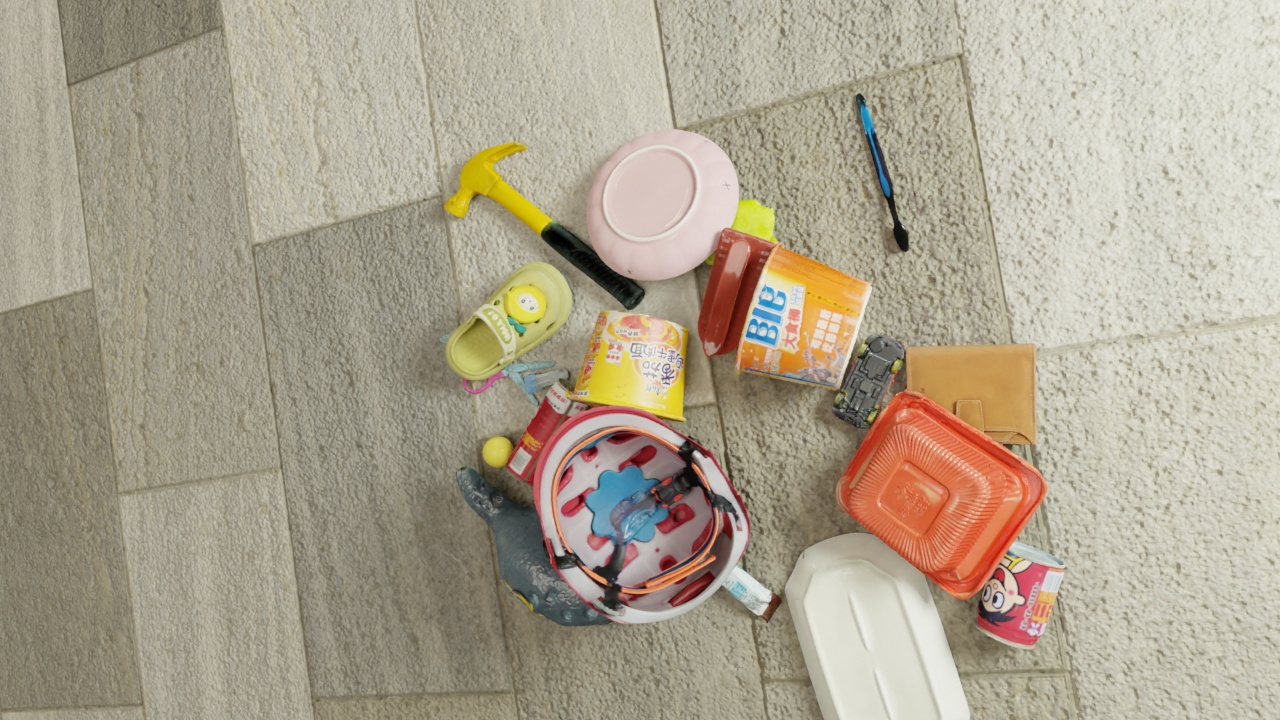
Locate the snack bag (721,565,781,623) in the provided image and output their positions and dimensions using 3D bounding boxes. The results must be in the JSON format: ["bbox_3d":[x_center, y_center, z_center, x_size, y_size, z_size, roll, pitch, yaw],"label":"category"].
[{"bbox_3d":[0.116,0.260,1.073,0.104,0.026,0.048,35,125,17],"label":"snack bag"}]

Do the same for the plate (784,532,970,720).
[{"bbox_3d":[0.257,0.326,1.015,0.162,0.034,0.265,-18,84,20],"label":"plate"}]

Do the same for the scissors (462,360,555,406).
[{"bbox_3d":[-0.173,0.003,1.192,0.133,0.017,0.130,-8,85,17],"label":"scissors"}]

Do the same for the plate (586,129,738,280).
[{"bbox_3d":[0.018,-0.189,1.077,0.193,0.039,0.192,-7,73,21],"label":"plate"}]

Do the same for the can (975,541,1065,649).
[{"bbox_3d":[0.390,0.241,0.946,0.066,0.066,0.094,18,97,20],"label":"can"}]

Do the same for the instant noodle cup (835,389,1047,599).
[{"bbox_3d":[0.295,0.137,0.951,0.189,0.079,0.165,38,112,33],"label":"instant noodle cup"}]

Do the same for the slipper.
[{"bbox_3d":[-0.168,-0.039,1.139,0.191,0.081,0.091,-39,98,14],"label":"slipper"}]

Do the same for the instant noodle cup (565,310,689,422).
[{"bbox_3d":[-0.006,0.006,1.068,0.138,0.138,0.109,9,85,21],"label":"instant noodle cup"}]

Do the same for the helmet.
[{"bbox_3d":[-0.010,0.167,1.022,0.206,0.144,0.240,-37,87,-9],"label":"helmet"}]

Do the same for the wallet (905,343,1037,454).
[{"bbox_3d":[0.353,0.043,0.980,0.131,0.035,0.119,-2,87,24],"label":"wallet"}]

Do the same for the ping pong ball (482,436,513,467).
[{"bbox_3d":[-0.183,0.118,1.182,0.040,0.040,0.040,0,90,21],"label":"ping pong ball"}]

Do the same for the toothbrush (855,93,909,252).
[{"bbox_3d":[0.269,-0.210,1.021,0.014,0.016,0.189,-19,81,29],"label":"toothbrush"}]

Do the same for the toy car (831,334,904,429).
[{"bbox_3d":[0.254,0.022,1.016,0.049,0.031,0.106,26,103,18],"label":"toy car"}]

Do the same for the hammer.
[{"bbox_3d":[-0.114,-0.165,1.158,0.301,0.032,0.129,40,105,17],"label":"hammer"}]

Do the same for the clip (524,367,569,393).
[{"bbox_3d":[-0.117,0.024,1.163,0.058,0.043,0.027,-15,88,5],"label":"clip"}]

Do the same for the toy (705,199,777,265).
[{"bbox_3d":[0.109,-0.152,1.072,0.100,0.031,0.096,-39,78,20],"label":"toy"}]

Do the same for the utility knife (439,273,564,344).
[{"bbox_3d":[-0.178,-0.061,1.183,0.190,0.020,0.031,-24,82,8],"label":"utility knife"}]

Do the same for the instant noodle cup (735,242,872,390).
[{"bbox_3d":[0.178,-0.040,0.990,0.111,0.151,0.151,18,97,12],"label":"instant noodle cup"}]

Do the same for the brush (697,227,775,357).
[{"bbox_3d":[0.102,-0.073,1.040,0.063,0.069,0.146,21,111,14],"label":"brush"}]

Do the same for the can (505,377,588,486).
[{"bbox_3d":[-0.115,0.090,1.148,0.053,0.053,0.133,35,102,17],"label":"can"}]

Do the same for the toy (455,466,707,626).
[{"bbox_3d":[-0.093,0.246,1.123,0.356,0.091,0.138,25,87,17],"label":"toy"}]
